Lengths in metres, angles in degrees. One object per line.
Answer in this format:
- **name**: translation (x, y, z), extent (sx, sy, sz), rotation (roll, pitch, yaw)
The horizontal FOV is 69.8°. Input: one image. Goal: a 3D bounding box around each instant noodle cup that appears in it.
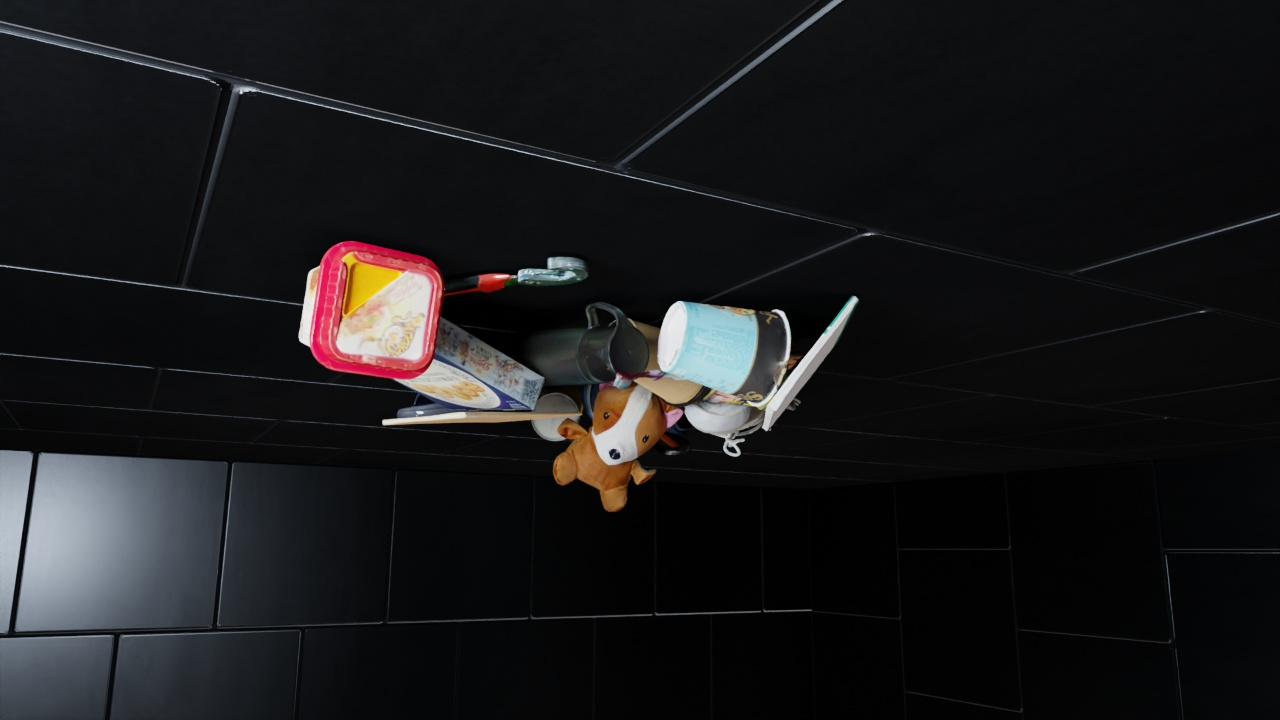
- **instant noodle cup**: translation (0.087, -0.015, 1.008), extent (0.120, 0.111, 0.111), rotation (13, 165, -18)
- **instant noodle cup**: translation (-0.261, -0.045, 0.861), extent (0.116, 0.116, 0.124), rotation (10, 176, -37)

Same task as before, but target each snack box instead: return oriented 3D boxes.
- **snack box**: translation (-0.233, 0.002, 1.051), extent (0.182, 0.045, 0.178), rotation (33, 156, -36)

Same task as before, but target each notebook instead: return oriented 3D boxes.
- **notebook**: translation (0.193, 0.011, 1.061), extent (0.012, 0.150, 0.209), rotation (38, 175, 12)
- **notebook**: translation (-0.195, 0.072, 1.152), extent (0.148, 0.008, 0.207), rotation (-7, 174, 35)

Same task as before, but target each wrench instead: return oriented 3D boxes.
- **wrench**: translation (-0.172, -0.076, 0.916), extent (0.274, 0.016, 0.056), rotation (-5, 167, 25)

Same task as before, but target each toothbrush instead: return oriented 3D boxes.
- **toothbrush**: translation (0.018, 0.020, 1.003), extent (0.016, 0.017, 0.187), rotation (33, -166, 22)

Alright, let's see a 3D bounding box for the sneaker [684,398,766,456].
- **sneaker**: translation (0.117, 0.076, 1.265), extent (0.089, 0.091, 0.241), rotation (22, -162, 21)

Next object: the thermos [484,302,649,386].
- **thermos**: translation (-0.094, -0.015, 1.066), extent (0.068, 0.090, 0.243), rotation (-10, -176, -43)

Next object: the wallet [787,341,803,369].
- **wallet**: translation (0.151, -0.003, 1.222), extent (0.108, 0.031, 0.132), rotation (3, 169, -4)

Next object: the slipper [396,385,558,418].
- **slipper**: translation (-0.231, 0.030, 1.301), extent (0.267, 0.083, 0.111), rotation (-15, -179, -44)

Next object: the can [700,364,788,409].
- **can**: translation (0.126, 0.021, 1.145), extent (0.083, 0.057, 0.102), rotation (6, 160, -13)

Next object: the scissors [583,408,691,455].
- **scissors**: translation (0.027, 0.092, 1.411), extent (0.221, 0.022, 0.232), rotation (1, -160, -10)

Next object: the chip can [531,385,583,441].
- **chip can**: translation (-0.123, 0.075, 1.387), extent (0.072, 0.072, 0.213), rotation (1, -179, -3)

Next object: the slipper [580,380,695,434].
- **slipper**: translation (0.036, 0.061, 1.315), extent (0.252, 0.105, 0.095), rotation (4, -170, -30)

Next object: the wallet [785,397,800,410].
- **wallet**: translation (0.186, 0.050, 1.455), extent (0.107, 0.037, 0.129), rotation (5, 172, 35)

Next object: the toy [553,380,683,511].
- **toy**: translation (-0.035, 0.105, 1.220), extent (0.140, 0.130, 0.200), rotation (30, 120, -8)

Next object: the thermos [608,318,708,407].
- **thermos**: translation (0.021, 0.000, 1.110), extent (0.093, 0.093, 0.143), rotation (-10, 157, 42)
